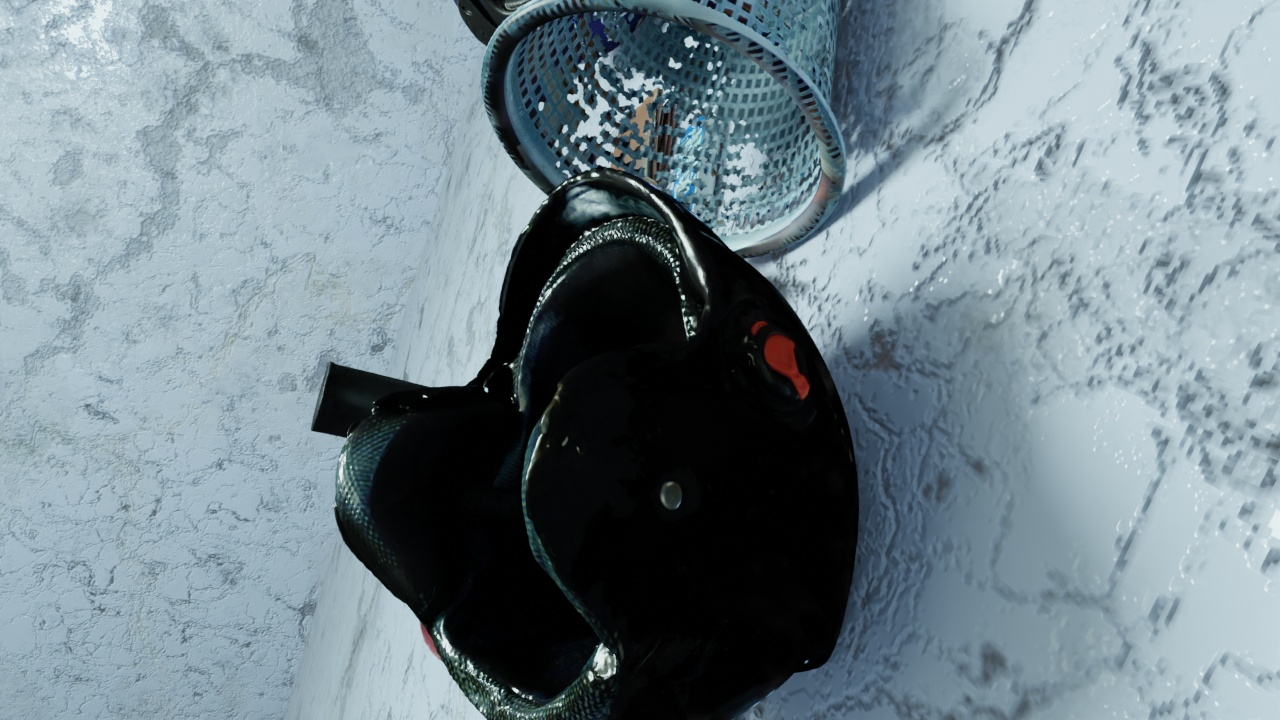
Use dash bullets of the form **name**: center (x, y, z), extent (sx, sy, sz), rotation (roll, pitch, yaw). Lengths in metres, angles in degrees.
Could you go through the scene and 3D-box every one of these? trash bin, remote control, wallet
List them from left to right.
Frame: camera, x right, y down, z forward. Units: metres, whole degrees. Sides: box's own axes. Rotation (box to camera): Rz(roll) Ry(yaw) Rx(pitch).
- **wallet**: center (-0.003, -0.200, 0.907), extent (0.125, 0.032, 0.101), rotation (167, 114, -68)
- **remote control**: center (0.044, -0.140, 0.752), extent (0.049, 0.024, 0.124), rotation (-29, 48, 62)
- **trash bin**: center (0.039, -0.208, 0.588), extent (0.227, 0.226, 0.194), rotation (-32, 33, 61)

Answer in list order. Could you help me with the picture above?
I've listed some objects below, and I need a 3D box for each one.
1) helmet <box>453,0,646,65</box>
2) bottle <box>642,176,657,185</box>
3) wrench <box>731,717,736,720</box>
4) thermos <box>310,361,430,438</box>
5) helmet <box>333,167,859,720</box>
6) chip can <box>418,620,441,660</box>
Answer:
- **helmet**: center (-0.091, -0.449, 0.997), extent (0.247, 0.240, 0.315), rotation (-47, 13, -2)
- **bottle**: center (-0.039, -0.099, 0.887), extent (0.207, 0.059, 0.059), rotation (130, 148, -48)
- **wrench**: center (0.018, 0.143, 0.629), extent (0.273, 0.016, 0.056), rotation (-112, 39, -58)
- **thermos**: center (-0.198, 0.075, 0.910), extent (0.068, 0.242, 0.090), rotation (-154, 81, -70)
- **helmet**: center (-0.006, 0.052, 0.460), extent (0.234, 0.230, 0.274), rotation (-10, 67, 52)
- **chip can**: center (-0.109, 0.182, 0.721), extent (0.236, 0.072, 0.072), rotation (78, -156, -82)
